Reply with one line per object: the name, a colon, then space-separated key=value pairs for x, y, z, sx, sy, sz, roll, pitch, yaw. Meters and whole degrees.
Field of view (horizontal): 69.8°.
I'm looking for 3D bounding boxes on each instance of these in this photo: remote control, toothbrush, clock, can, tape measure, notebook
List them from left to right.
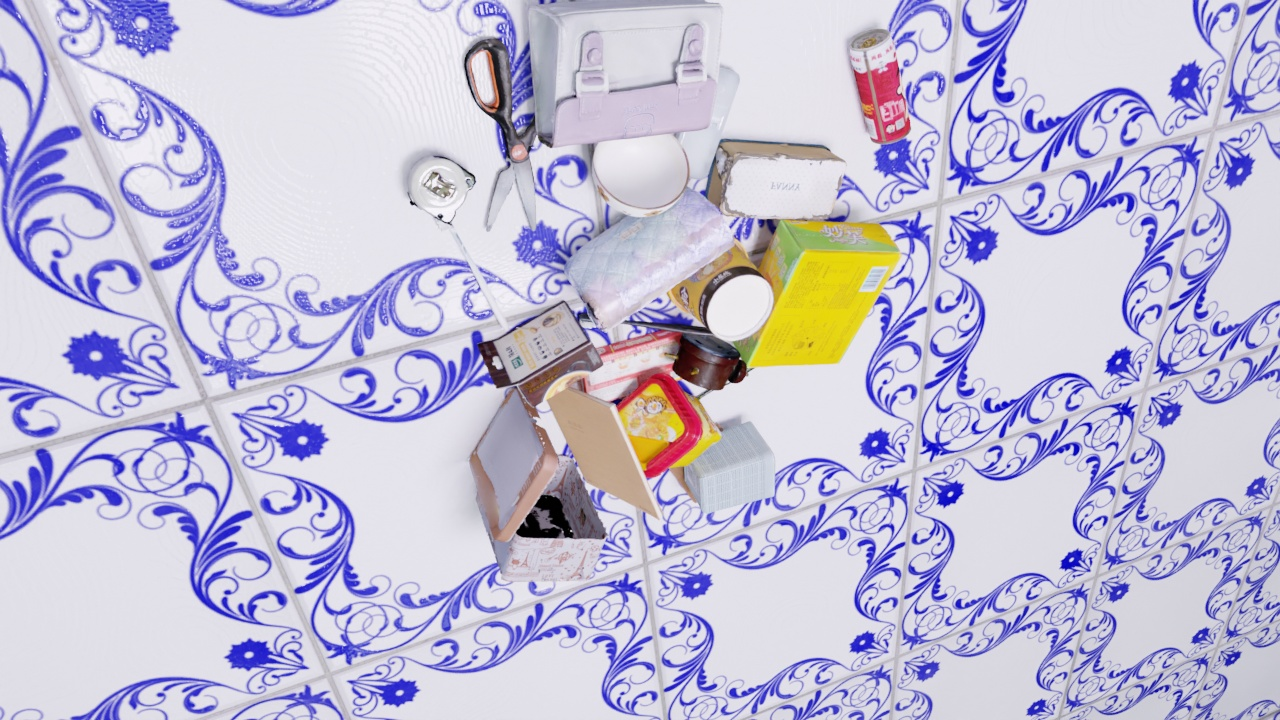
tape measure: x=-0.223 y=-0.192 z=1.011 sx=0.066 sy=0.033 sz=0.066 roll=28 pitch=94 yaw=-26
toothbrush: x=-0.199 y=-0.103 z=1.096 sx=0.016 sy=0.016 sz=0.180 roll=-24 pitch=126 yaw=1
notebook: x=-0.055 y=0.115 z=1.220 sx=0.012 sy=0.150 sz=0.212 roll=-44 pitch=132 yaw=-27
toothbrush: x=0.010 y=-0.044 z=1.189 sx=0.181 sy=0.015 sz=0.018 roll=5 pitch=127 yaw=-2
remote control: x=0.074 y=-0.285 z=1.100 sx=0.055 sy=0.020 sz=0.136 roll=6 pitch=118 yaw=-26
clock: x=0.094 y=0.001 z=1.221 sx=0.121 sy=0.082 sz=0.055 roll=5 pitch=113 yaw=-45
toothbrush: x=0.143 y=0.023 z=1.324 sx=0.186 sy=0.017 sz=0.012 roll=-33 pitch=166 yaw=-2
can: x=0.299 y=-0.340 z=1.143 sx=0.053 sy=0.053 sz=0.133 roll=-30 pitch=127 yaw=-4

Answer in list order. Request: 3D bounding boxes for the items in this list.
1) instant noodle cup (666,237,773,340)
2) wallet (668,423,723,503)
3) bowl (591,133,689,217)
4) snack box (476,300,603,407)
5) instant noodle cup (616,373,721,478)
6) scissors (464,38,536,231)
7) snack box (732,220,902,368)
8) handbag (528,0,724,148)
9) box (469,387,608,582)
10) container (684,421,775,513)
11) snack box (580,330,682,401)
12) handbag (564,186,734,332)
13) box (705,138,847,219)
instant noodle cup: x=0.104 y=-0.092 z=1.175 sx=0.118 sy=0.114 sz=0.119 roll=-12 pitch=124 yaw=-18
wallet: x=0.100 y=0.158 z=1.390 sx=0.101 sy=0.020 sz=0.115 roll=-35 pitch=130 yaw=1
bowl: x=-0.005 y=-0.214 z=1.071 sx=0.113 sy=0.113 sz=0.062 roll=-11 pitch=166 yaw=-17
snack box: x=-0.124 y=-0.007 z=1.128 sx=0.125 sy=0.113 sz=0.053 roll=-31 pitch=127 yaw=-3
instant noodle cup: x=0.041 y=0.092 z=1.252 sx=0.116 sy=0.116 sz=0.123 roll=-42 pitch=154 yaw=19
scissors: x=-0.127 y=-0.256 z=1.028 sx=0.210 sy=0.021 sz=0.222 roll=-32 pitch=127 yaw=-3
snack box: x=0.229 y=-0.086 z=1.230 sx=0.157 sy=0.070 sz=0.211 roll=-2 pitch=137 yaw=-23
handbag: x=-0.014 y=-0.309 z=0.986 sx=0.196 sy=0.098 sz=0.145 roll=-13 pitch=127 yaw=-23
box: x=-0.129 y=0.154 z=1.187 sx=0.156 sy=0.183 sz=0.194 roll=7 pitch=120 yaw=-28
container: x=0.126 y=0.158 z=1.332 sx=0.111 sy=0.090 sz=0.090 roll=-16 pitch=129 yaw=-13
snack box: x=-0.007 y=0.007 z=1.243 sx=0.152 sy=0.025 sz=0.075 roll=-16 pitch=124 yaw=-14
handbag: x=0.004 y=-0.126 z=1.098 sx=0.194 sy=0.134 sz=0.075 roll=-36 pitch=128 yaw=-1
box: x=0.177 y=-0.228 z=1.159 sx=0.184 sy=0.059 sz=0.090 roll=-1 pitch=121 yaw=-25
